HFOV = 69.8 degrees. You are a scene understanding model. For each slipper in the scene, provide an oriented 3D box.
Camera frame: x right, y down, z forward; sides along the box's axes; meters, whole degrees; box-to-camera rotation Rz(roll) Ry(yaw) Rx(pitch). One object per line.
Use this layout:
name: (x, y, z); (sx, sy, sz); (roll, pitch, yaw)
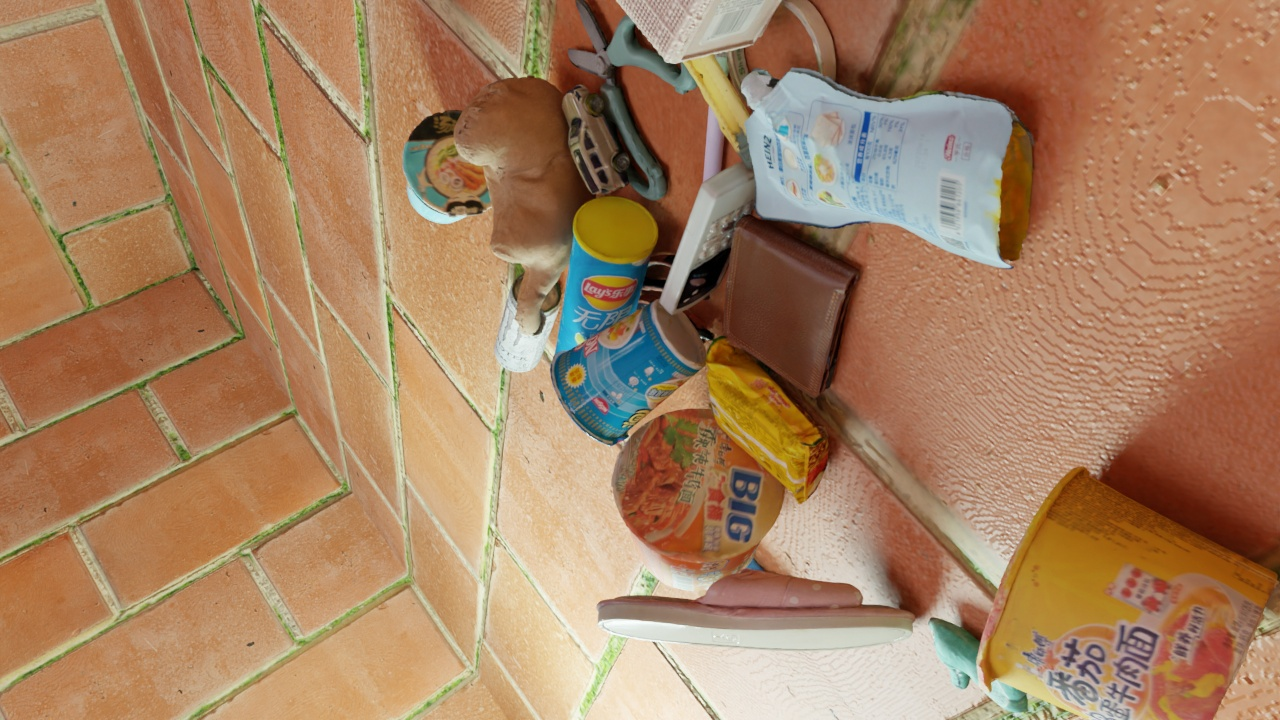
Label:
slipper: (0.096, 0.216, 0.800); (0.275, 0.054, 0.114); (-3, 152, 13)

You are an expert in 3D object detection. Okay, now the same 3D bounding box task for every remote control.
remote control: (0.054, -0.091, 0.701); (0.021, 0.058, 0.150); (48, 151, 18)

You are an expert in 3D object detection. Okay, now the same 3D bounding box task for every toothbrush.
toothbrush: (0.052, -0.169, 0.668); (0.029, 0.021, 0.189); (-101, 7, -47)

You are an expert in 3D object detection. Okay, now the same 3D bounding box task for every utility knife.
utility knife: (0.023, -0.228, 0.620); (0.031, 0.022, 0.219); (-25, 95, 54)

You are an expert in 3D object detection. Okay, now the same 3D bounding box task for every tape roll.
tape roll: (0.089, -0.194, 0.590); (0.086, 0.013, 0.086); (40, 147, 33)

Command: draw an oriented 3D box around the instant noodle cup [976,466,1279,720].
instant noodle cup: (0.269, 0.143, 0.507); (0.110, 0.137, 0.138); (26, 138, 35)

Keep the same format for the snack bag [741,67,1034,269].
snack bag: (0.137, -0.117, 0.552); (0.191, 0.038, 0.110); (25, 151, 42)

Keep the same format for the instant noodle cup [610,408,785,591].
instant noodle cup: (0.051, 0.135, 0.843); (0.151, 0.151, 0.112); (44, 157, 27)

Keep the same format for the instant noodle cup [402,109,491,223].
instant noodle cup: (-0.205, -0.195, 0.984); (0.111, 0.111, 0.121); (63, 160, -6)

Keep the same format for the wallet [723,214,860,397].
wallet: (0.111, -0.041, 0.689); (0.101, 0.032, 0.125); (38, 147, 30)

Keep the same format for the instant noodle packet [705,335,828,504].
instant noodle packet: (0.102, 0.049, 0.762); (0.128, 0.044, 0.111); (45, 161, 29)

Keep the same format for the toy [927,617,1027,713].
toy: (0.262, 0.238, 0.713); (0.092, 0.030, 0.096); (34, 151, 47)

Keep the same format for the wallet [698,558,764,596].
wallet: (0.092, 0.230, 0.976); (0.133, 0.040, 0.107); (46, 145, 25)

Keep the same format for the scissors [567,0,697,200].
scissors: (0.000, -0.210, 0.713); (0.180, 0.019, 0.170); (1, 117, 62)

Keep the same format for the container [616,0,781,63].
container: (0.030, -0.247, 0.542); (0.111, 0.090, 0.090); (57, 146, 13)

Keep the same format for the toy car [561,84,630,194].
toy car: (-0.040, -0.182, 0.759); (0.042, 0.035, 0.090); (7, 121, 65)

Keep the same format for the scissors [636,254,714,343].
scissors: (-0.003, -0.055, 0.875); (0.192, 0.015, 0.207); (52, 152, 12)

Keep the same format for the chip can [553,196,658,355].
chip can: (-0.037, -0.052, 0.841); (0.071, 0.071, 0.211); (48, 151, 21)

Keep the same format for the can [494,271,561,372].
can: (-0.130, -0.042, 1.050); (0.058, 0.058, 0.147); (53, 152, 13)

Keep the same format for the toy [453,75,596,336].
toy: (-0.090, -0.135, 0.811); (0.083, 0.143, 0.226); (11, 123, 41)

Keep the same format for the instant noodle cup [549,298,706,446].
instant noodle cup: (-0.005, 0.005, 0.791); (0.110, 0.099, 0.099); (-36, 84, 24)
